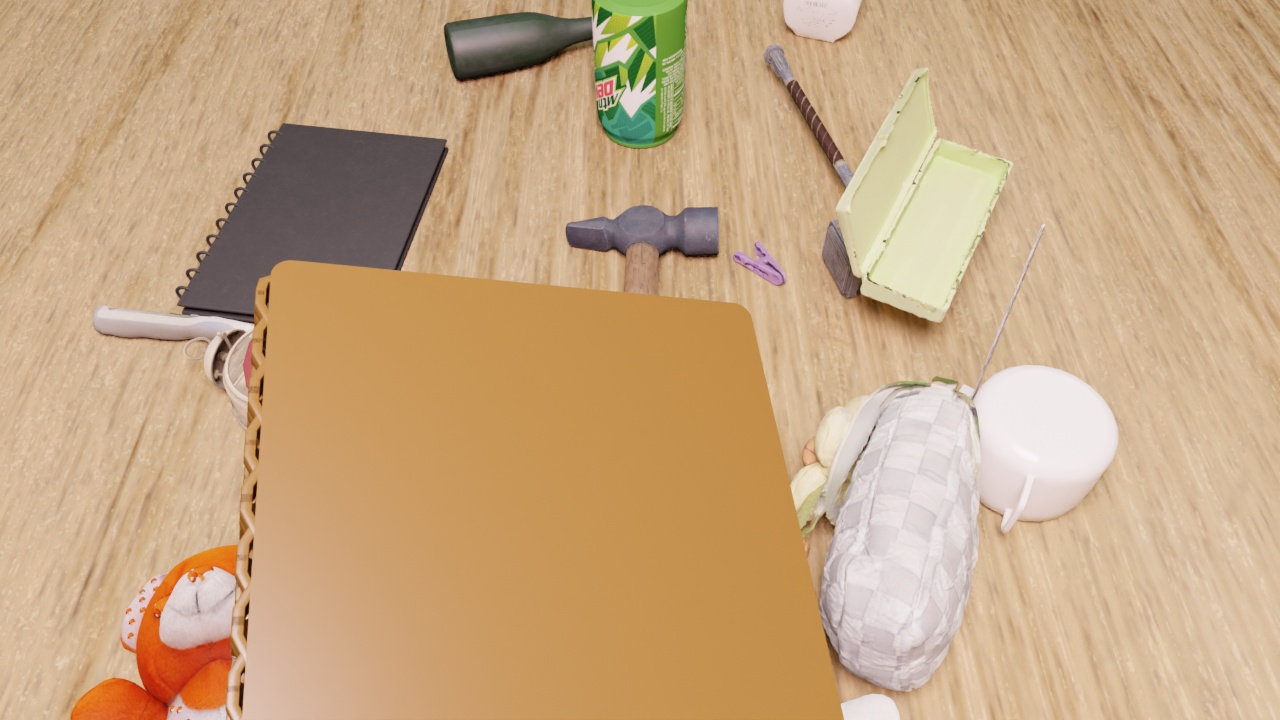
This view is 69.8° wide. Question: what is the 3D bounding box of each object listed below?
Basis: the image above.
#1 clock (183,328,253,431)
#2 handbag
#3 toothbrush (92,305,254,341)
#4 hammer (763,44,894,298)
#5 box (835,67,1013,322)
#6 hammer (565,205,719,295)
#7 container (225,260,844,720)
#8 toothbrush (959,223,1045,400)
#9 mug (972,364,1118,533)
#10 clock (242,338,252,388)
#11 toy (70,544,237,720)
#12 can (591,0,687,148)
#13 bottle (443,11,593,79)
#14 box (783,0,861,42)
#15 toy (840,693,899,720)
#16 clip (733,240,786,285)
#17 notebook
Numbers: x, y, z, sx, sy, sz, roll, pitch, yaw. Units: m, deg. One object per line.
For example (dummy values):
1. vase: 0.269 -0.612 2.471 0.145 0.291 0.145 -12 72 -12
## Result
1. clock: -0.276 0.005 0.677 0.141 0.055 0.092 16 55 10
2. handbag: 0.144 0.104 0.565 0.123 0.113 0.171 11 53 20
3. toothbrush: -0.338 -0.026 0.722 0.185 0.022 0.024 3 71 5
4. hammer: 0.171 -0.193 0.832 0.098 0.044 0.321 -12 53 -9
5. box: 0.215 -0.126 0.715 0.133 0.061 0.187 43 57 -16
6. hammer: -0.004 0.004 0.690 0.129 0.040 0.321 -1 53 5
7. container: -0.067 0.124 0.421 0.219 0.215 0.251 4 59 -22
8. toothbrush: 0.235 -0.020 0.612 0.010 0.182 0.010 29 53 25
9. mug: 0.263 0.063 0.619 0.094 0.068 0.115 21 55 16
10. clock: -0.212 0.014 0.613 0.087 0.044 0.124 -30 64 -9
11. toy: -0.231 0.178 0.520 0.163 0.093 0.172 -16 52 -12
12. can: -0.001 -0.273 0.832 0.083 0.144 0.082 0 52 0
13. bottle: -0.109 -0.328 0.933 0.174 0.055 0.055 -14 54 -12
14. box: 0.205 -0.411 0.982 0.081 0.092 0.159 14 61 15
15. toy: 0.080 0.210 0.526 0.125 0.037 0.075 15 58 15
16. clip: 0.098 -0.081 0.767 0.045 0.014 0.050 -6 50 -4
17. notebook: -0.280 -0.122 0.799 0.169 0.019 0.230 7 53 4
